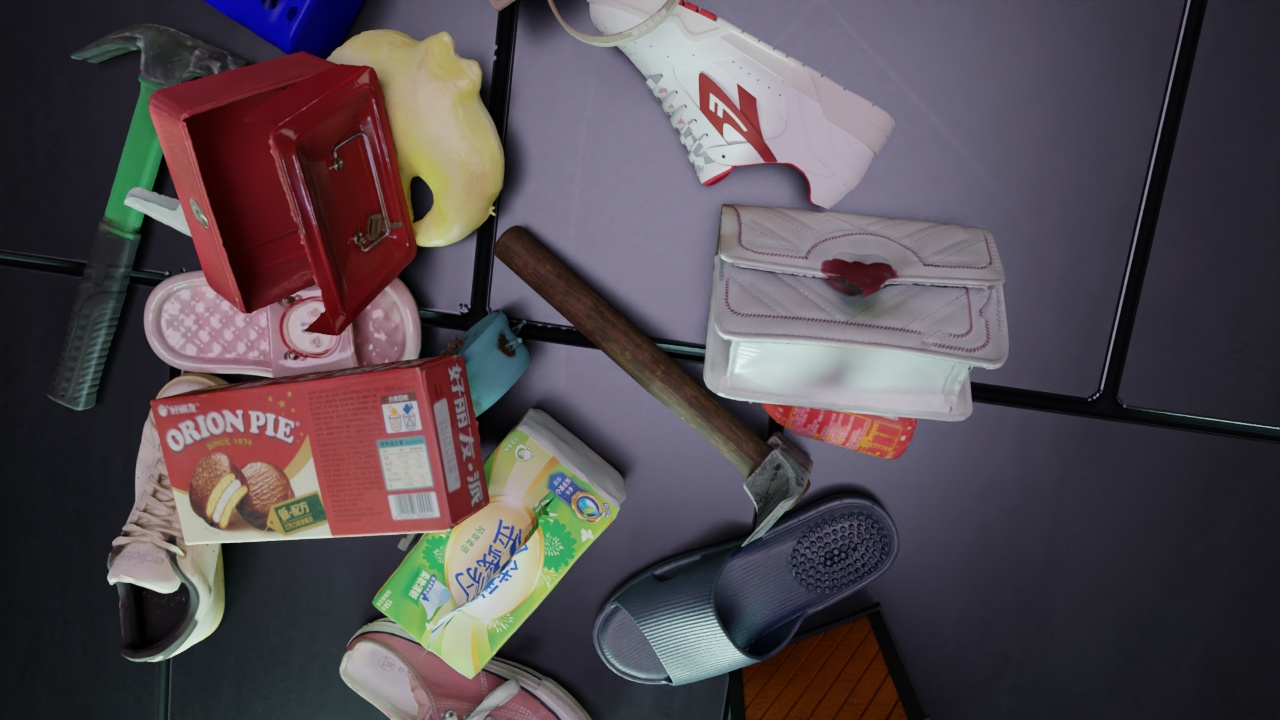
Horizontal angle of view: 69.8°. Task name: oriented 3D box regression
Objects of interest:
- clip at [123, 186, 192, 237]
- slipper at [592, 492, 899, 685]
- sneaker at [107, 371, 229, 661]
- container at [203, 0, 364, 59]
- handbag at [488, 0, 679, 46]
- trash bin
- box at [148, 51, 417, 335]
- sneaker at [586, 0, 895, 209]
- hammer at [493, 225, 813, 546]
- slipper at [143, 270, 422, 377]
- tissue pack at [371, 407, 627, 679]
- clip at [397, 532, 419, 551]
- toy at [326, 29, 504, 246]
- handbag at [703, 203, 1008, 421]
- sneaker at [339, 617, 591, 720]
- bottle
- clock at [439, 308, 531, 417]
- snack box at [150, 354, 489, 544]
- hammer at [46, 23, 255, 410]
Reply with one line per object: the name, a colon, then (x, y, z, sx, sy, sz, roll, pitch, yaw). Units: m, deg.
clip: (-0.338, -0.120, 0.713, 0.101, 0.043, 0.054, 29, 113, -28)
slipper: (0.085, 0.194, 0.723, 0.264, 0.082, 0.101, -27, 99, 8)
sneaker: (-0.382, 0.131, 0.736, 0.089, 0.102, 0.241, 10, 100, 3)
container: (-0.271, -0.281, 0.666, 0.113, 0.084, 0.085, 32, 99, -3)
handbag: (-0.035, -0.294, 0.615, 0.176, 0.062, 0.197, -30, 68, 9)
trash bin: (0.156, 0.304, 0.690, 0.140, 0.171, 0.140, -23, 97, 8)
box: (-0.244, -0.121, 0.643, 0.127, 0.136, 0.157, 12, 128, 20)
sneaker: (0.055, -0.184, 0.663, 0.236, 0.090, 0.104, 27, 107, -4)
hammer: (-0.004, 0.004, 0.652, 0.300, 0.217, 0.037, 41, 100, 9)
slipper: (-0.282, -0.031, 0.723, 0.221, 0.055, 0.107, 1, 98, 2)
tissue pack: (-0.111, 0.148, 0.698, 0.120, 0.141, 0.198, 33, 100, -2)
clip: (-0.181, 0.120, 0.760, 0.076, 0.023, 0.061, -35, 97, 11)
toy: (-0.168, -0.171, 0.686, 0.170, 0.064, 0.155, 44, 119, 0)
handbag: (0.149, -0.044, 0.653, 0.198, 0.096, 0.141, 5, 58, 3)
sneaker: (-0.142, 0.297, 0.754, 0.241, 0.087, 0.118, 27, 101, 0)
bottle: (0.137, 0.030, 0.700, 0.137, 0.062, 0.062, 17, 101, 2)
clock: (-0.139, 0.013, 0.706, 0.124, 0.090, 0.053, -40, 104, 9)
snack box: (-0.232, 0.066, 0.661, 0.237, 0.060, 0.113, -7, 98, 20)
hammer: (-0.416, -0.109, 0.734, 0.130, 0.032, 0.319, 22, 101, -1)
